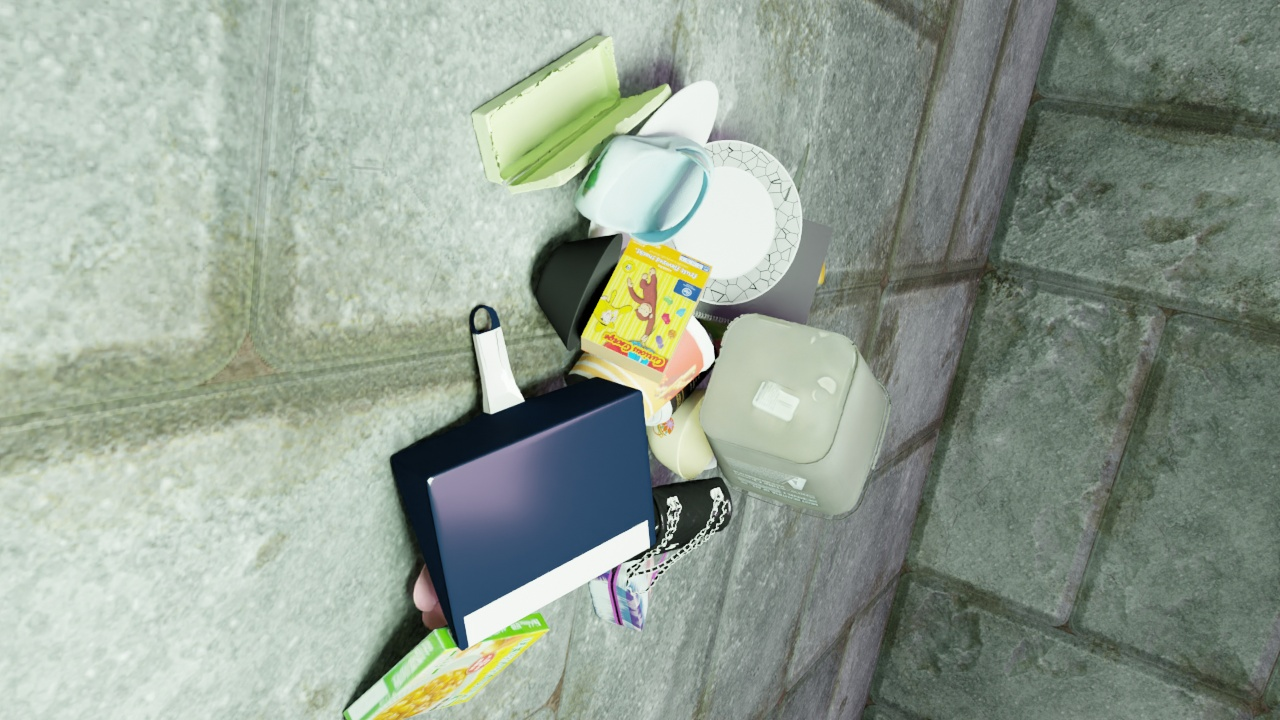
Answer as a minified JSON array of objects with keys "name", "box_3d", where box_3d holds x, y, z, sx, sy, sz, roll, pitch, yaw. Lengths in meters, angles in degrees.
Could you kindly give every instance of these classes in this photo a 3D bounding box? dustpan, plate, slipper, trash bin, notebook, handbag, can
[{"name":"dustpan","box_3d":[-0.108,0.086,0.850,0.235,0.080,0.273,-21,116,-37]},{"name":"plate","box_3d":[0.100,-0.161,1.076,0.188,0.016,0.188,-3,100,-17]},{"name":"plate","box_3d":[0.010,-0.196,0.939,0.208,0.015,0.209,-49,168,-15]},{"name":"slipper","box_3d":[0.017,-0.155,0.863,0.104,0.074,0.245,-56,167,19]},{"name":"trash bin","box_3d":[0.178,0.062,1.080,0.197,0.197,0.220,-70,158,-12]},{"name":"notebook","box_3d":[0.122,-0.115,1.109,0.206,0.016,0.149,13,96,-19]},{"name":"handbag","box_3d":[0.004,0.264,1.223,0.169,0.068,0.145,-54,146,-41]},{"name":"can","box_3d":[0.035,0.016,1.113,0.128,0.072,0.072,-46,142,-38]},{"name":"handbag","box_3d":[0.038,0.208,1.121,0.153,0.114,0.125,1,151,-42]}]

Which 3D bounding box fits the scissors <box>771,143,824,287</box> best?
[{"name":"scissors","box_3d":[0.197,-0.172,1.220,0.016,0.225,0.226,4,120,-26]}]

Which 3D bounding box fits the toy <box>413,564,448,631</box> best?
[{"name":"toy","box_3d":[-0.125,0.173,0.910,0.237,0.088,0.190,-40,123,-29]}]

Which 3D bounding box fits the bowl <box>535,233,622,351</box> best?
[{"name":"bowl","box_3d":[-0.067,-0.076,0.886,0.124,0.052,0.124,27,87,-86]}]

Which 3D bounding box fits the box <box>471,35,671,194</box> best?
[{"name":"box","box_3d":[-0.064,-0.227,0.816,0.187,0.092,0.083,-50,121,-40]}]

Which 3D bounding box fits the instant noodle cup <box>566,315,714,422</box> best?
[{"name":"instant noodle cup","box_3d":[-0.006,0.006,0.996,0.120,0.123,0.123,-48,144,-23]}]

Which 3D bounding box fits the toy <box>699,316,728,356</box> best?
[{"name":"toy","box_3d":[0.115,-0.123,1.162,0.191,0.097,0.237,-31,119,-34]}]

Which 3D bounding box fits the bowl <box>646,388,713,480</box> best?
[{"name":"bowl","box_3d":[0.047,0.084,1.170,0.117,0.074,0.118,-37,136,-46]}]

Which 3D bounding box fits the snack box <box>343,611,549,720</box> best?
[{"name":"snack box","box_3d":[-0.181,0.296,0.881,0.132,0.027,0.168,-44,155,15]}]

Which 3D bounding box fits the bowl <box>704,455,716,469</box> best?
[{"name":"bowl","box_3d":[0.101,0.102,1.286,0.113,0.063,0.114,-38,138,-46]}]

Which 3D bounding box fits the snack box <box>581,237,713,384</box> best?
[{"name":"snack box","box_3d":[0.007,-0.053,0.935,0.040,0.088,0.125,100,15,-72]}]
